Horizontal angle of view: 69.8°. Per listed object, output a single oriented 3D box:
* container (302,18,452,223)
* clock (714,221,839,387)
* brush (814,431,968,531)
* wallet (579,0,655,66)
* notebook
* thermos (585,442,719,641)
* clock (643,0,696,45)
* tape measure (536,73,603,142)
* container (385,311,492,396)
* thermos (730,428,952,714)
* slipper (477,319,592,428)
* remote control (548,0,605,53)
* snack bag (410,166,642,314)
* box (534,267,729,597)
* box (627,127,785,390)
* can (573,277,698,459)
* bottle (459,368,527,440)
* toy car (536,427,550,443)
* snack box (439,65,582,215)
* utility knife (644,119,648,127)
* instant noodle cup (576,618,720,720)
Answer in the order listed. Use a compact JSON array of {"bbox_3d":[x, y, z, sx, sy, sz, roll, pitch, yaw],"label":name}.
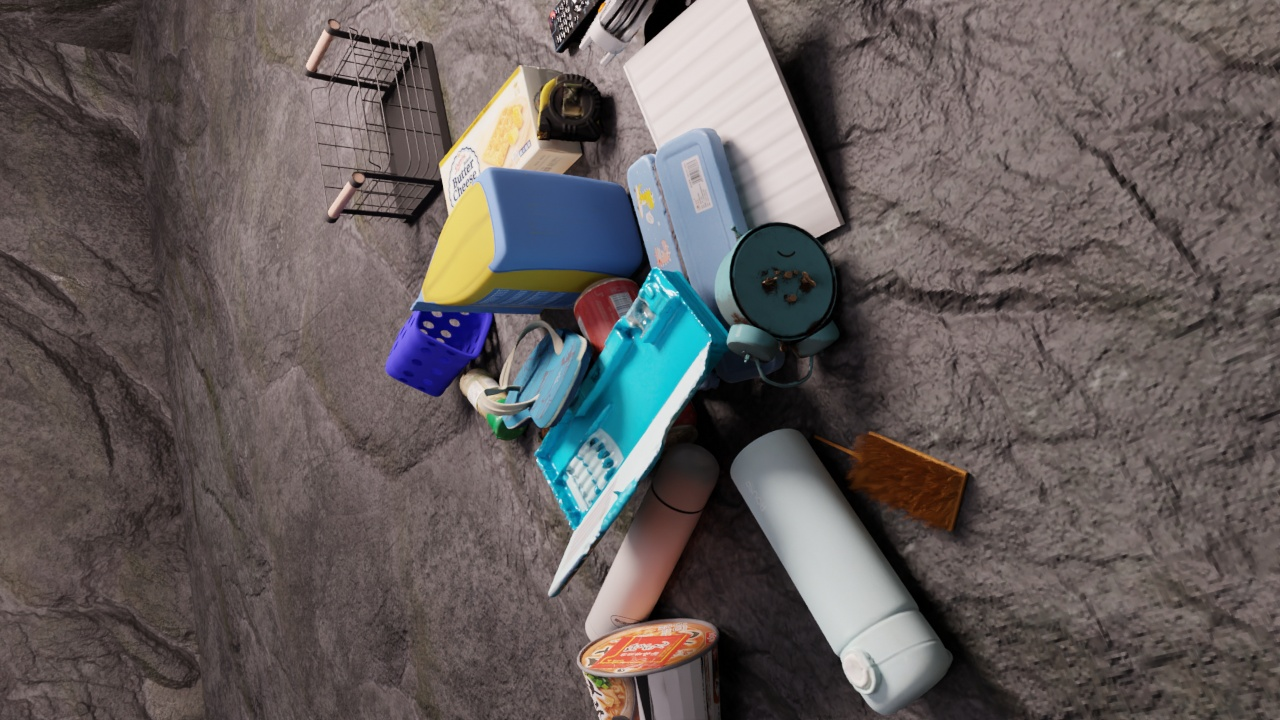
[{"bbox_3d":[-0.357,-0.311,1.229,0.163,0.130,0.241,-31,66,48],"label":"container"},{"bbox_3d":[0.102,-0.041,0.688,0.053,0.090,0.124,158,108,-70],"label":"clock"},{"bbox_3d":[0.171,0.078,0.655,0.126,0.017,0.048,25,110,49],"label":"brush"},{"bbox_3d":[0.000,-0.326,0.799,0.115,0.037,0.118,-23,38,62],"label":"wallet"},{"bbox_3d":[0.069,-0.179,0.742,0.143,0.009,0.209,-24,88,49],"label":"notebook"},{"bbox_3d":[0.010,0.172,0.834,0.052,0.052,0.225,49,127,40],"label":"thermos"},{"bbox_3d":[0.044,-0.285,0.790,0.091,0.042,0.120,-43,58,43],"label":"clock"},{"bbox_3d":[-0.068,-0.252,0.914,0.038,0.067,0.062,131,142,-79],"label":"tape measure"},{"bbox_3d":[-0.247,-0.023,1.118,0.114,0.085,0.084,-41,28,46],"label":"container"},{"bbox_3d":[0.139,0.146,0.654,0.065,0.077,0.206,-58,47,35],"label":"thermos"},{"bbox_3d":[-0.107,0.010,0.894,0.118,0.060,0.295,-60,13,-8],"label":"slipper"},{"bbox_3d":[-0.046,-0.370,0.923,0.151,0.022,0.047,-30,68,50],"label":"remote control"},{"bbox_3d":[-0.119,-0.093,0.909,0.206,0.158,0.102,-36,62,48],"label":"snack bag"},{"bbox_3d":[-0.008,0.061,0.736,0.228,0.071,0.181,-56,29,29],"label":"box"},{"bbox_3d":[0.045,-0.078,0.770,0.128,0.034,0.209,-15,92,52],"label":"box"},{"bbox_3d":[-0.005,0.005,0.838,0.067,0.067,0.170,-49,54,40],"label":"can"},{"bbox_3d":[-0.174,0.050,1.075,0.111,0.043,0.043,41,121,45],"label":"bottle"},{"bbox_3d":[-0.061,0.072,0.927,0.112,0.047,0.047,-44,57,45],"label":"toy car"},{"bbox_3d":[-0.151,-0.226,1.028,0.208,0.057,0.104,-31,67,47],"label":"snack box"},{"bbox_3d":[0.049,-0.201,0.808,0.175,0.015,0.031,34,114,48],"label":"utility knife"},{"bbox_3d":[0.018,0.302,0.786,0.124,0.123,0.122,-8,93,52],"label":"instant noodle cup"}]
